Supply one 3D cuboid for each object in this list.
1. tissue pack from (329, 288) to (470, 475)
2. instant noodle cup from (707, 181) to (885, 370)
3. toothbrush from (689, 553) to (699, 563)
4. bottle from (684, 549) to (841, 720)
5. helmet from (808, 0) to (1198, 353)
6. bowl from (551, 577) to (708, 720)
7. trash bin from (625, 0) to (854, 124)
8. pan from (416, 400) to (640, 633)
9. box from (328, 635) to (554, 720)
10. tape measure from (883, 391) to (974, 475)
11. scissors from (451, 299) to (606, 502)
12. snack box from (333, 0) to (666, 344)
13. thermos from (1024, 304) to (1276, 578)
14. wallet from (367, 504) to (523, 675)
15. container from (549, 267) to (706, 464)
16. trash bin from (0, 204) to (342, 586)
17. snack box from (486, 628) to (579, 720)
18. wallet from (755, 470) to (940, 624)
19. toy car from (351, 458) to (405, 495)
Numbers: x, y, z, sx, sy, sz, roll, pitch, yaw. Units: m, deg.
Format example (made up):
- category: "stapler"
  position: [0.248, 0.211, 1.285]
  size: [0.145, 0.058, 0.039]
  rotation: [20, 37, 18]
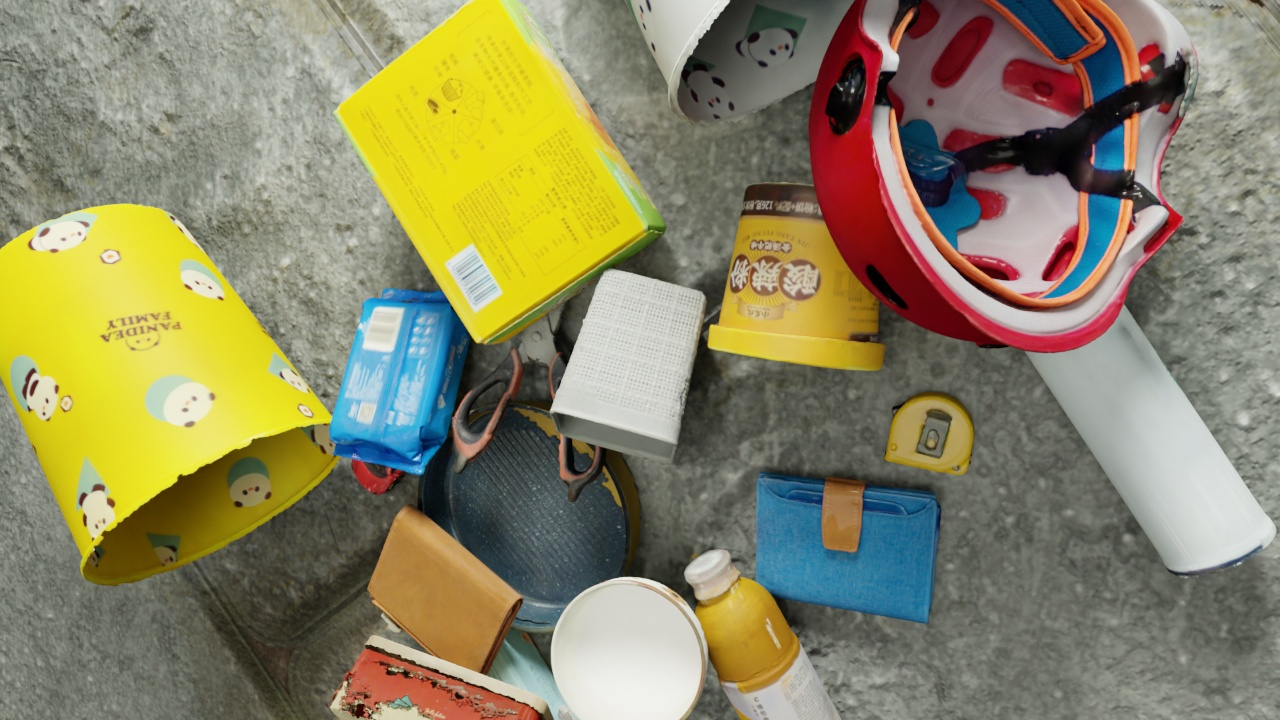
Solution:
- category: "tissue pack"
  position: [-0.196, 0.014, 0.764]
  size: [0.095, 0.052, 0.157]
  rotation: [6, 74, 20]
- category: "instant noodle cup"
  position: [0.111, -0.057, 0.622]
  size: [0.118, 0.118, 0.114]
  rotation: [9, 96, 20]
- category: "toothbrush"
  position: [0.074, 0.247, 0.743]
  size: [0.016, 0.018, 0.191]
  rotation: [-18, 93, 25]
- category: "bottle"
  position: [0.092, 0.231, 0.693]
  size: [0.068, 0.067, 0.189]
  rotation: [-24, 100, 23]
- category: "helmet"
  position: [0.182, -0.113, 0.521]
  size: [0.207, 0.144, 0.239]
  rotation: [20, 77, -17]
- category: "bowl"
  position: [-0.002, 0.213, 0.673]
  size: [0.113, 0.062, 0.113]
  rotation: [-1, 87, 15]
- category: "trash bin"
  position: [0.053, -0.311, 0.541]
  size: [0.230, 0.229, 0.252]
  rotation: [-34, 82, 23]
- category: "pan"
  position: [-0.049, 0.192, 0.748]
  size: [0.198, 0.078, 0.357]
  rotation: [-44, 83, 23]
- category: "box"
  position: [-0.160, 0.295, 0.735]
  size: [0.168, 0.080, 0.091]
  rotation: [12, 140, 19]
- category: "tape measure"
  position: [0.205, 0.052, 0.648]
  size: [0.060, 0.028, 0.057]
  rotation: [11, 103, 19]
- category: "scissors"
  position: [-0.083, 0.005, 0.727]
  size: [0.189, 0.015, 0.227]
  rotation: [39, 95, 17]
- category: "snack box"
  position: [-0.102, -0.140, 0.680]
  size: [0.158, 0.070, 0.210]
  rotation: [-33, 88, 14]
- category: "thermos"
  position: [0.308, 0.023, 0.584]
  size: [0.073, 0.073, 0.224]
  rotation: [-34, 87, 23]
- category: "wallet"
  position: [-0.168, 0.200, 0.772]
  size: [0.132, 0.031, 0.108]
  rotation: [34, 113, 21]
- category: "container"
  position: [-0.004, 0.004, 0.665]
  size: [0.090, 0.090, 0.114]
  rotation: [15, 75, 3]
- category: "trash bin"
  position: [-0.419, 0.022, 0.790]
  size: [0.230, 0.229, 0.255]
  rotation: [-41, 79, 23]
- category: "snack box"
  position: [-0.105, 0.316, 0.808]
  size: [0.074, 0.051, 0.175]
  rotation: [-33, 87, 22]
- category: "wallet"
  position: [0.151, 0.137, 0.683]
  size: [0.133, 0.040, 0.106]
  rotation: [5, 106, 20]
- category: "toy car"
  position: [-0.223, 0.078, 0.821]
  size: [0.049, 0.031, 0.106]
  rotation: [47, 114, 8]
